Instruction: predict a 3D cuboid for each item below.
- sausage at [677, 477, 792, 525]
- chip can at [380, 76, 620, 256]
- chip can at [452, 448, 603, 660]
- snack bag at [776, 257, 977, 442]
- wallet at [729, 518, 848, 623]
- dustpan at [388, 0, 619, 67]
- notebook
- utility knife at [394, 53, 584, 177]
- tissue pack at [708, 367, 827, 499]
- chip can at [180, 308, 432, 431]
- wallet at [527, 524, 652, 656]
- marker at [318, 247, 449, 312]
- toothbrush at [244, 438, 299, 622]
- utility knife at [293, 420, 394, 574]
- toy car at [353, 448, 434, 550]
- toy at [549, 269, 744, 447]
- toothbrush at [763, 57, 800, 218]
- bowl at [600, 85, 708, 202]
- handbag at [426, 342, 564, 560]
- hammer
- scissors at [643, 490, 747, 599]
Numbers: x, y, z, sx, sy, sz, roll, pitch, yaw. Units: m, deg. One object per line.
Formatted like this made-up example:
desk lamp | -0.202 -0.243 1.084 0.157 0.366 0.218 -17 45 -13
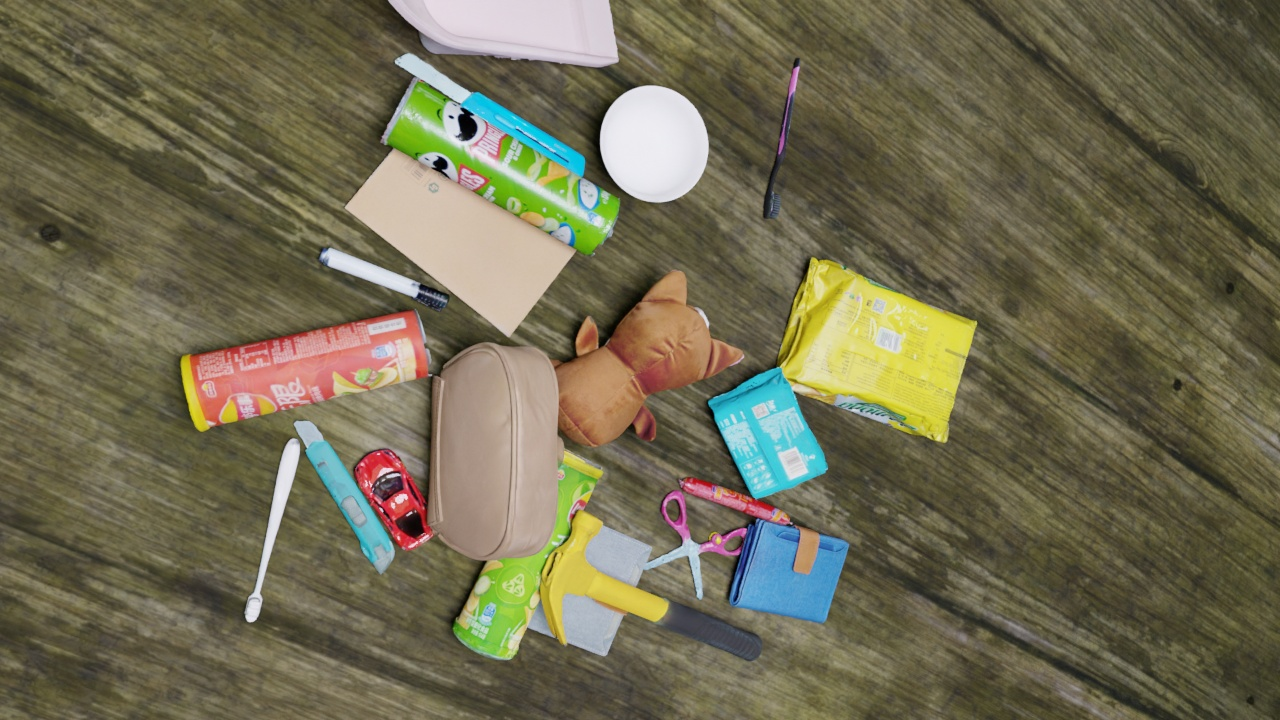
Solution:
sausage | 0.110 0.161 1.049 0.155 0.020 0.020 22 85 -19
chip can | -0.133 -0.188 0.909 0.236 0.072 0.072 28 83 -19
chip can | -0.116 0.196 0.943 0.072 0.073 0.221 27 84 -18
snack bag | 0.280 -0.013 1.074 0.246 0.068 0.158 19 86 -18
wallet | 0.174 0.244 1.061 0.133 0.040 0.106 19 88 -27
dustpan | -0.135 -0.395 0.872 0.273 0.139 0.222 -14 97 -18
notebook | -0.171 -0.145 0.941 0.207 0.008 0.147 39 80 -17
utility knife | -0.150 -0.248 0.938 0.218 0.018 0.034 30 83 -17
tissue pack | 0.142 0.082 1.024 0.093 0.050 0.133 -24 103 14
chip can | -0.311 0.005 0.866 0.216 0.073 0.073 -15 97 -18
wallet | -0.053 0.242 0.986 0.106 0.037 0.129 27 84 -18
marker | -0.254 -0.080 0.910 0.130 0.018 0.022 20 95 -19
toothbrush | -0.356 0.164 0.887 0.016 0.016 0.180 14 88 -22
utility knife | -0.292 0.134 0.909 0.029 0.013 0.176 -31 102 -16
toy car | -0.244 0.139 0.918 0.049 0.031 0.106 -32 100 -16
toy | -0.006 0.006 0.952 0.200 0.130 0.140 -38 107 8
toothbrush | 0.166 -0.254 1.050 0.017 0.014 0.189 12 88 -29
bowl | 0.005 -0.223 0.968 0.118 0.065 0.118 -1 93 -20
handbag | -0.140 0.088 0.889 0.099 0.148 0.204 8 81 -48
hammer | 0.019 0.268 0.980 0.300 0.033 0.128 30 84 -31
scissors | 0.060 0.207 1.036 0.133 0.017 0.134 -17 101 -15
